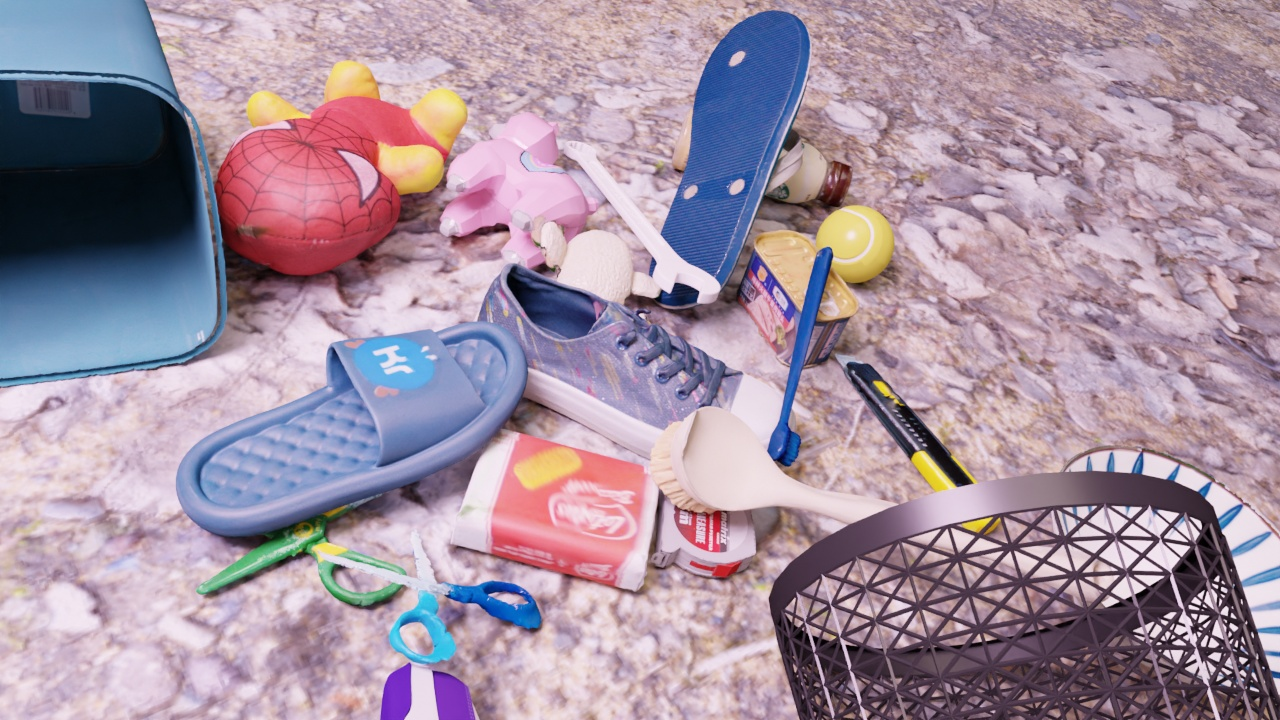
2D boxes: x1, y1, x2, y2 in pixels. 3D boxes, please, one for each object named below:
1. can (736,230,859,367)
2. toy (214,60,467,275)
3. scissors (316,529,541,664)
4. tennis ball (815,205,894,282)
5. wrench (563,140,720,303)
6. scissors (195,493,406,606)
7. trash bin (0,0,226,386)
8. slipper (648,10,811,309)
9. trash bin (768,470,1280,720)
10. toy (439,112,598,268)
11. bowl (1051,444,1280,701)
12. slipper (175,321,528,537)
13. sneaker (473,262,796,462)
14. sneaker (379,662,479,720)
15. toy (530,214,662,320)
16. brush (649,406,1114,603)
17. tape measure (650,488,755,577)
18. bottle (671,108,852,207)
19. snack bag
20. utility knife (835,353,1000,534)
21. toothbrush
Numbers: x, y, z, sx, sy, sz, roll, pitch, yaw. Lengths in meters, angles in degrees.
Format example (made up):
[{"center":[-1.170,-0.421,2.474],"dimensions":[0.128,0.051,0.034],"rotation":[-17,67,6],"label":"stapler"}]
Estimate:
[{"center":[0.119,-0.047,0.716],"dimensions":[0.053,0.059,0.099],"rotation":[-10,51,-25],"label":"can"},{"center":[-0.222,-0.139,0.673],"dimensions":[0.147,0.099,0.215],"rotation":[14,42,11],"label":"toy"},{"center":[-0.104,0.123,0.479],"dimensions":[0.133,0.014,0.127],"rotation":[22,9,-30],"label":"scissors"},{"center":[0.182,-0.099,0.780],"dimensions":[0.065,0.065,0.065],"rotation":[9,45,-9],"label":"tennis ball"},{"center":[-0.009,-0.120,0.739],"dimensions":[0.047,0.009,0.273],"rotation":[3,33,-28],"label":"wrench"},{"center":[-0.185,0.094,0.519],"dimensions":[0.125,0.011,0.127],"rotation":[20,42,3],"label":"scissors"},{"center":[-0.374,-0.130,0.563],"dimensions":[0.198,0.197,0.218],"rotation":[-8,43,-24],"label":"trash bin"},{"center":[0.085,-0.164,0.754],"dimensions":[0.060,0.118,0.294],"rotation":[33,66,-36],"label":"slipper"},{"center":[0.182,0.208,0.394],"dimensions":[0.217,0.218,0.242],"rotation":[5,53,-13],"label":"trash bin"},{"center":[-0.093,-0.143,0.740],"dimensions":[0.123,0.067,0.157],"rotation":[28,41,8],"label":"toy"},{"center":[0.330,0.144,0.587],"dimensions":[0.177,0.071,0.177],"rotation":[9,45,-9],"label":"bowl"},{"center":[-0.160,0.031,0.533],"dimensions":[0.213,0.059,0.104],"rotation":[-28,51,-27],"label":"slipper"},{"center":[-0.004,0.004,0.614],"dimensions":[0.235,0.079,0.087],"rotation":[20,44,3],"label":"sneaker"},{"center":[-0.040,0.232,0.378],"dimensions":[0.111,0.092,0.244],"rotation":[-4,50,-26],"label":"sneaker"},{"center":[-0.037,-0.064,0.684],"dimensions":[0.112,0.050,0.087],"rotation":[26,53,-12],"label":"toy"},{"center":[0.137,0.089,0.537],"dimensions":[0.272,0.077,0.062],"rotation":[17,76,7],"label":"brush"},{"center":[0.039,0.104,0.571],"dimensions":[0.062,0.020,0.060],"rotation":[13,45,-6],"label":"tape measure"},{"center":[0.113,-0.183,0.847],"dimensions":[0.162,0.057,0.056],"rotation":[17,45,-1],"label":"bottle"},{"center":[-0.048,0.087,0.550],"dimensions":[0.116,0.036,0.076],"rotation":[15,44,-2],"label":"snack bag"},{"center":[0.199,0.054,0.672],"dimensions":[0.028,0.020,0.174],"rotation":[-13,51,-30],"label":"utility knife"},{"center":[0.114,-0.007,0.633],"dimensions":[0.017,0.016,0.189],"rotation":[34,52,-19],"label":"toothbrush"}]
